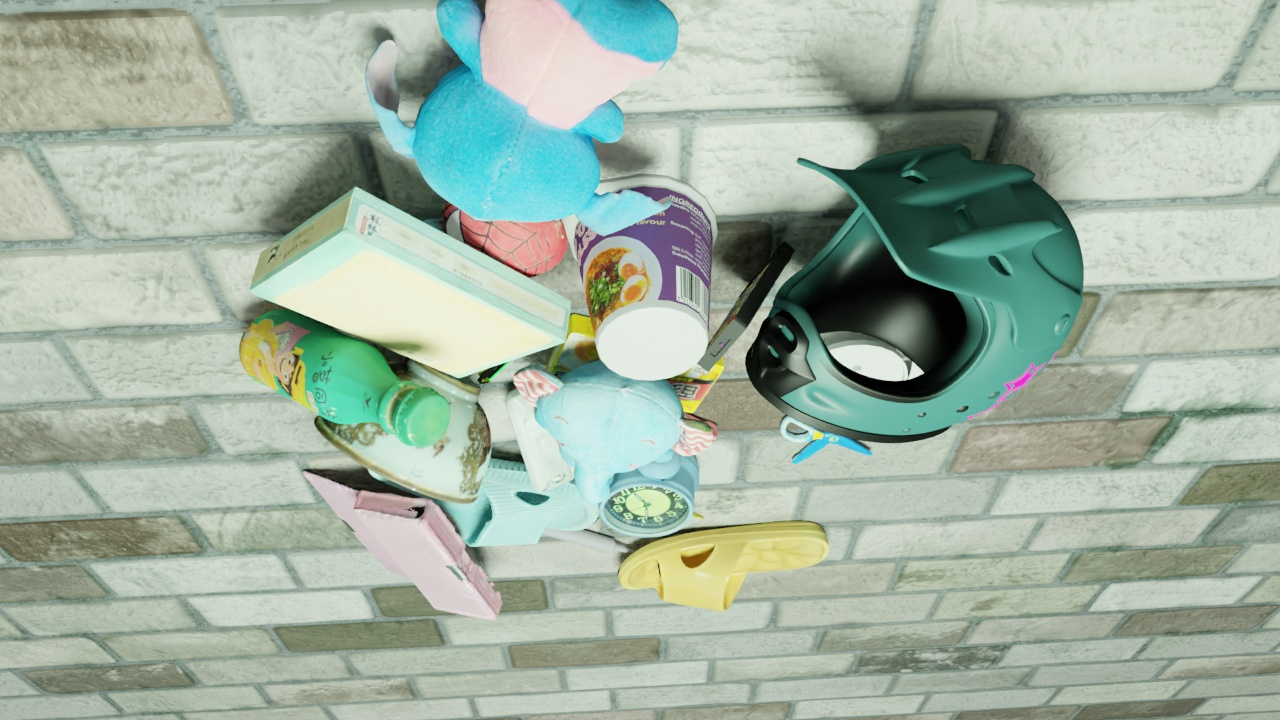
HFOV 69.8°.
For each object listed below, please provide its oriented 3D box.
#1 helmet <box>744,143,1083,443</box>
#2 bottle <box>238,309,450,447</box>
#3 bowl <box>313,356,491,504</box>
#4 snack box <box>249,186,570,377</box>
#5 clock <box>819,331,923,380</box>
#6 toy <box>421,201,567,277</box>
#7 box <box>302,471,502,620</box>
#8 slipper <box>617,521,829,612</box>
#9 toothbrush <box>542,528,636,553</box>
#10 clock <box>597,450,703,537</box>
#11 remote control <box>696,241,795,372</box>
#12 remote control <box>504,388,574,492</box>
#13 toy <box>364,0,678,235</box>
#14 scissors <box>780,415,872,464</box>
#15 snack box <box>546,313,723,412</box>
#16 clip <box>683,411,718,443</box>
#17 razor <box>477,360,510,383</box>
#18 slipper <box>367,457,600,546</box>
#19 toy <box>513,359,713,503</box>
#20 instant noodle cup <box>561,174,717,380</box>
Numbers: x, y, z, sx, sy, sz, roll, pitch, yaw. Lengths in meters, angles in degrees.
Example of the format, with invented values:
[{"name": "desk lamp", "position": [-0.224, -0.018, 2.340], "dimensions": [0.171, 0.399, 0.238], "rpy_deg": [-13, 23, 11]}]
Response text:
[{"name": "helmet", "position": [0.202, -0.056, 0.661], "dimensions": [0.274, 0.176, 0.201], "rpy_deg": [-3, 136, -38]}, {"name": "bottle", "position": [-0.236, 0.016, 0.733], "dimensions": [0.210, 0.068, 0.068], "rpy_deg": [20, 153, 34]}, {"name": "bowl", "position": [-0.197, 0.050, 0.824], "dimensions": [0.159, 0.160, 0.094], "rpy_deg": [28, 90, -32]}, {"name": "snack box", "position": [-0.171, -0.048, 0.696], "dimensions": [0.142, 0.044, 0.193], "rpy_deg": [-17, 147, 42]}, {"name": "clock", "position": [0.204, 0.012, 0.854], "dimensions": [0.159, 0.061, 0.120], "rpy_deg": [25, 132, -28]}, {"name": "toy", "position": [-0.119, -0.093, 0.707], "dimensions": [0.133, 0.062, 0.092], "rpy_deg": [-19, 133, 32]}, {"name": "box", "position": [-0.265, 0.212, 1.022], "dimensions": [0.179, 0.039, 0.233], "rpy_deg": [9, 144, 23]}, {"name": "slipper", "position": [0.103, 0.257, 1.120], "dimensions": [0.263, 0.078, 0.100], "rpy_deg": [-9, 139, 0]}, {"name": "toothbrush", "position": [-0.064, 0.215, 1.105], "dimensions": [0.187, 0.018, 0.019], "rpy_deg": [22, 144, -27]}, {"name": "clock", "position": [-0.001, 0.128, 0.977], "dimensions": [0.118, 0.060, 0.162], "rpy_deg": [-17, 134, 18]}, {"name": "remote control", "position": [0.085, -0.045, 0.731], "dimensions": [0.013, 0.133, 0.058], "rpy_deg": [38, 130, 0]}, {"name": "remote control", "position": [-0.096, 0.078, 0.910], "dimensions": [0.050, 0.022, 0.133], "rpy_deg": [-22, 130, -13]}, {"name": "toy", "position": [-0.059, -0.166, 0.595], "dimensions": [0.224, 0.098, 0.192], "rpy_deg": [25, 127, -17]}, {"name": "scissors", "position": [0.204, 0.079, 0.971], "dimensions": [0.126, 0.013, 0.126], "rpy_deg": [27, 130, -25]}, {"name": "snack box", "position": [-0.005, 0.005, 0.856], "dimensions": [0.152, 0.025, 0.075], "rpy_deg": [12, 137, -18]}, {"name": "clip", "position": [0.053, 0.065, 0.938], "dimensions": [0.059, 0.023, 0.045], "rpy_deg": [4, 141, -1]}, {"name": "razor", "position": [-0.173, -0.027, 0.809], "dimensions": [0.044, 0.021, 0.144], "rpy_deg": [-42, 130, 13]}, {"name": "slipper", "position": [-0.165, 0.148, 0.974], "dimensions": [0.276, 0.069, 0.116], "rpy_deg": [21, 140, -25]}, {"name": "toy", "position": [-0.036, 0.071, 0.834], "dimensions": [0.183, 0.114, 0.181], "rpy_deg": [17, 145, -6]}, {"name": "instant noodle cup", "position": [-0.001, -0.059, 0.706], "dimensions": [0.136, 0.121, 0.122], "rpy_deg": [23, 133, -28]}]
